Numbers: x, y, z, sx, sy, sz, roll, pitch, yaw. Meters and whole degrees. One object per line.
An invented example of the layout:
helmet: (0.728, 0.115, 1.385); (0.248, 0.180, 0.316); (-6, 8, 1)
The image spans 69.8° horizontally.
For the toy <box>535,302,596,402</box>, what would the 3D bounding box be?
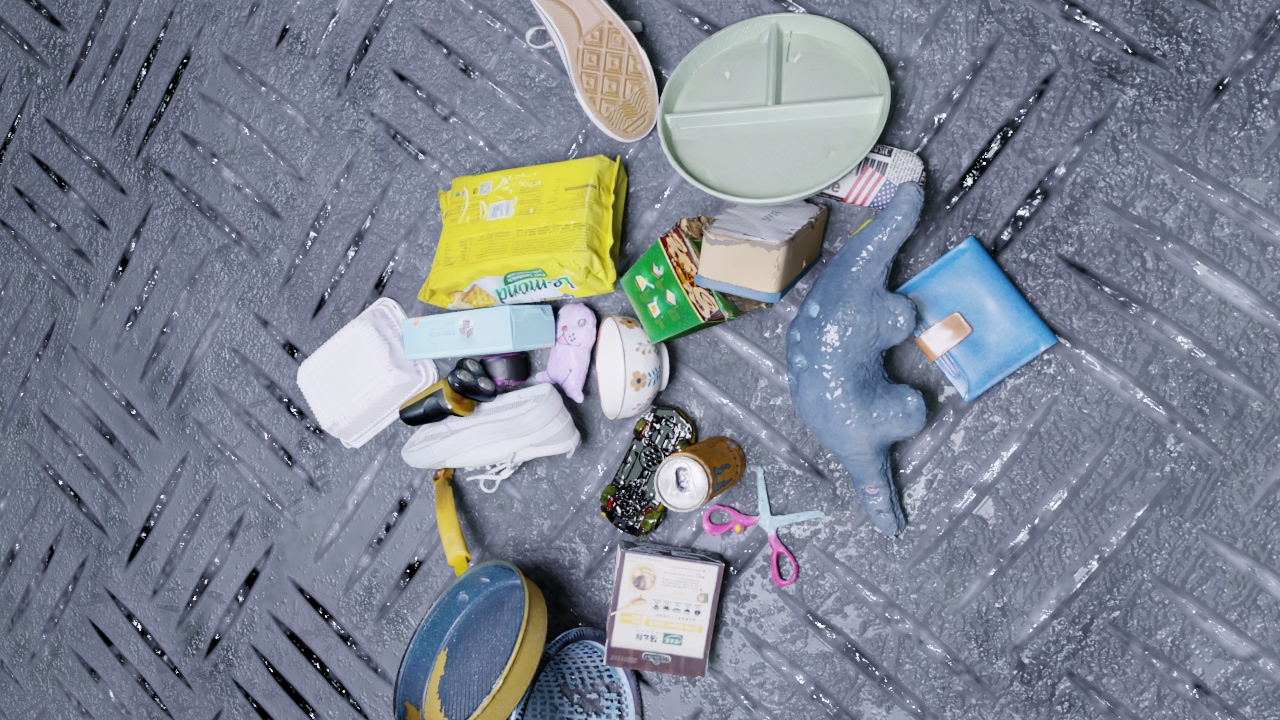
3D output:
toy: (-0.081, -0.014, 1.048); (0.084, 0.038, 0.108); (21, 102, 41)

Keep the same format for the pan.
pan: (-0.199, 0.249, 1.004); (0.198, 0.356, 0.078); (-39, 121, 16)

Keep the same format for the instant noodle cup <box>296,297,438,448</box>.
instant noodle cup: (-0.352, 0.017, 1.144); (0.174, 0.060, 0.138); (-36, 80, 17)

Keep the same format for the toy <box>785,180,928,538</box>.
toy: (0.212, 0.007, 0.903); (0.138, 0.091, 0.356); (1, 103, 20)

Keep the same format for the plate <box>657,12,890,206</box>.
plate: (0.131, -0.251, 0.918); (0.230, 0.027, 0.229); (-6, 66, 14)

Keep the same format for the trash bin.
trash bin: (-0.138, 0.406, 1.011); (0.195, 0.226, 0.226); (-7, 90, 34)

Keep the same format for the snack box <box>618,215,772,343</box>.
snack box: (0.052, -0.075, 0.963); (0.106, 0.118, 0.117); (-32, 80, 32)

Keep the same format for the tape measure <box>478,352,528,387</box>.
tape measure: (-0.160, 0.013, 1.069); (0.058, 0.057, 0.039); (-6, 94, 30)

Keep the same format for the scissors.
scissors: (0.133, 0.179, 0.987); (0.133, 0.017, 0.133); (-12, 84, 18)

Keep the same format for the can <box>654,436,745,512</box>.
can: (0.063, 0.114, 0.939); (0.058, 0.145, 0.058); (1, 93, 20)

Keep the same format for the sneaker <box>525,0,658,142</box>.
sneaker: (-0.058, -0.351, 0.999); (0.118, 0.087, 0.241); (-32, 105, 8)

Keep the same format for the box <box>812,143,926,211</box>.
box: (0.206, -0.192, 0.931); (0.164, 0.060, 0.072); (20, 119, 20)

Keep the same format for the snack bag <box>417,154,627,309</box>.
snack bag: (-0.130, -0.145, 1.017); (0.247, 0.068, 0.157); (-4, 66, 23)

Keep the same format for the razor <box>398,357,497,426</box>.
razor: (-0.231, 0.043, 1.069); (0.168, 0.062, 0.067); (-22, 57, 46)

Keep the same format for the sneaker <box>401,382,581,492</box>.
sneaker: (-0.171, 0.096, 1.070); (0.243, 0.089, 0.091); (-16, 120, 33)

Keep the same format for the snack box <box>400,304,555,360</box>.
snack box: (-0.187, -0.032, 1.051); (0.175, 0.074, 0.051); (-5, 90, 33)

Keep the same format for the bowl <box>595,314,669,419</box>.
bowl: (-0.006, 0.006, 0.994); (0.062, 0.113, 0.113); (-3, 91, -16)

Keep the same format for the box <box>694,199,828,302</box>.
box: (0.119, -0.112, 0.887); (0.090, 0.183, 0.062); (16, 119, 22)

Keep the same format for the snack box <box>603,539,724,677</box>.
snack box: (0.024, 0.266, 0.991); (0.113, 0.053, 0.126); (9, 96, -4)

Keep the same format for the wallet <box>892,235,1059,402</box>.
wallet: (0.320, -0.040, 0.893); (0.106, 0.040, 0.133); (-37, 77, 15)

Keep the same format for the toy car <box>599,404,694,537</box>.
toy car: (0.011, 0.123, 1.016); (0.071, 0.041, 0.156); (27, 101, 18)
